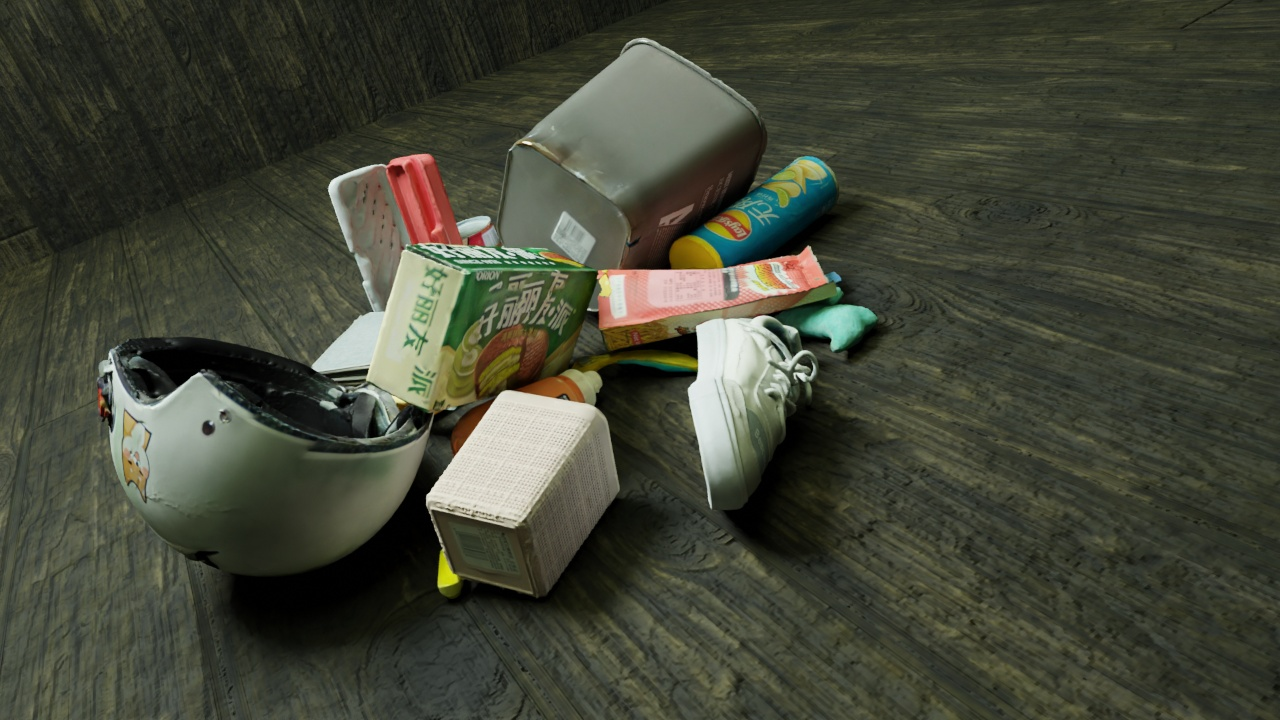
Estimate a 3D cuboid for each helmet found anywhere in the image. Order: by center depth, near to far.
[{"bbox_3d":[-0.298,0.079,0.716,0.274,0.157,0.229,13,1,39],"label":"helmet"}]

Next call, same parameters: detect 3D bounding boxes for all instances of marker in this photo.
[{"bbox_3d":[-0.140,0.136,0.685,0.018,0.015,0.124,-16,24,-3],"label":"marker"}]

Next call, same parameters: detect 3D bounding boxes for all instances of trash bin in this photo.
[{"bbox_3d":[-0.016,-0.185,0.961,0.198,0.200,0.219,36,51,12],"label":"trash bin"}]

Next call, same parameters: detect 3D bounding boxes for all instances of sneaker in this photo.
[{"bbox_3d":[0.086,0.030,0.667,0.091,0.089,0.241,-9,22,10],"label":"sneaker"}]

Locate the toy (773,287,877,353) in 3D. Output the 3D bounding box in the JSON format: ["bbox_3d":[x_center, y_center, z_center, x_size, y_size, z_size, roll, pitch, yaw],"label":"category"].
[{"bbox_3d":[0.163,-0.038,0.797,0.092,0.030,0.096,13,38,44],"label":"toy"}]

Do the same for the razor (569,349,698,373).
[{"bbox_3d":[-0.005,0.005,0.833,0.133,0.028,0.043,-3,27,26],"label":"razor"}]

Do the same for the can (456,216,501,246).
[{"bbox_3d":[-0.195,-0.119,1.110,0.066,0.094,0.066,-15,27,8],"label":"can"}]

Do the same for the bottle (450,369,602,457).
[{"bbox_3d":[-0.087,0.047,0.772,0.067,0.067,0.149,8,30,42],"label":"bottle"}]

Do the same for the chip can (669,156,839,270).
[{"bbox_3d":[0.125,-0.144,0.974,0.071,0.071,0.209,12,40,46],"label":"chip can"}]

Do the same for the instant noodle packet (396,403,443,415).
[{"bbox_3d":[-0.221,0.023,0.917,0.128,0.044,0.111,-37,38,-25],"label":"instant noodle packet"}]

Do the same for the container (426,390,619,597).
[{"bbox_3d":[-0.081,0.093,0.635,0.090,0.090,0.110,8,39,22],"label":"container"}]

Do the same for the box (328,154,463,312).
[{"bbox_3d":[-0.262,-0.123,1.038,0.100,0.201,0.094,-32,25,-37],"label":"box"}]

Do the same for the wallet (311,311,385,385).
[{"bbox_3d":[-0.262,-0.012,0.921,0.107,0.037,0.129,-6,27,17],"label":"wallet"}]

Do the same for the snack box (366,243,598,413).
[{"bbox_3d":[-0.123,-0.034,0.774,0.063,0.114,0.239,24,13,18],"label":"snack box"}]

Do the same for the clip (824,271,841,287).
[{"bbox_3d":[0.161,-0.064,0.862,0.058,0.037,0.026,-16,29,0],"label":"clip"}]

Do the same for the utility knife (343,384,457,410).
[{"bbox_3d":[-0.236,0.032,0.862,0.183,0.019,0.030,-1,31,34],"label":"utility knife"}]

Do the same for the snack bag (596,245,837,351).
[{"bbox_3d":[0.065,-0.063,0.836,0.208,0.073,0.128,-9,20,4],"label":"snack bag"}]
